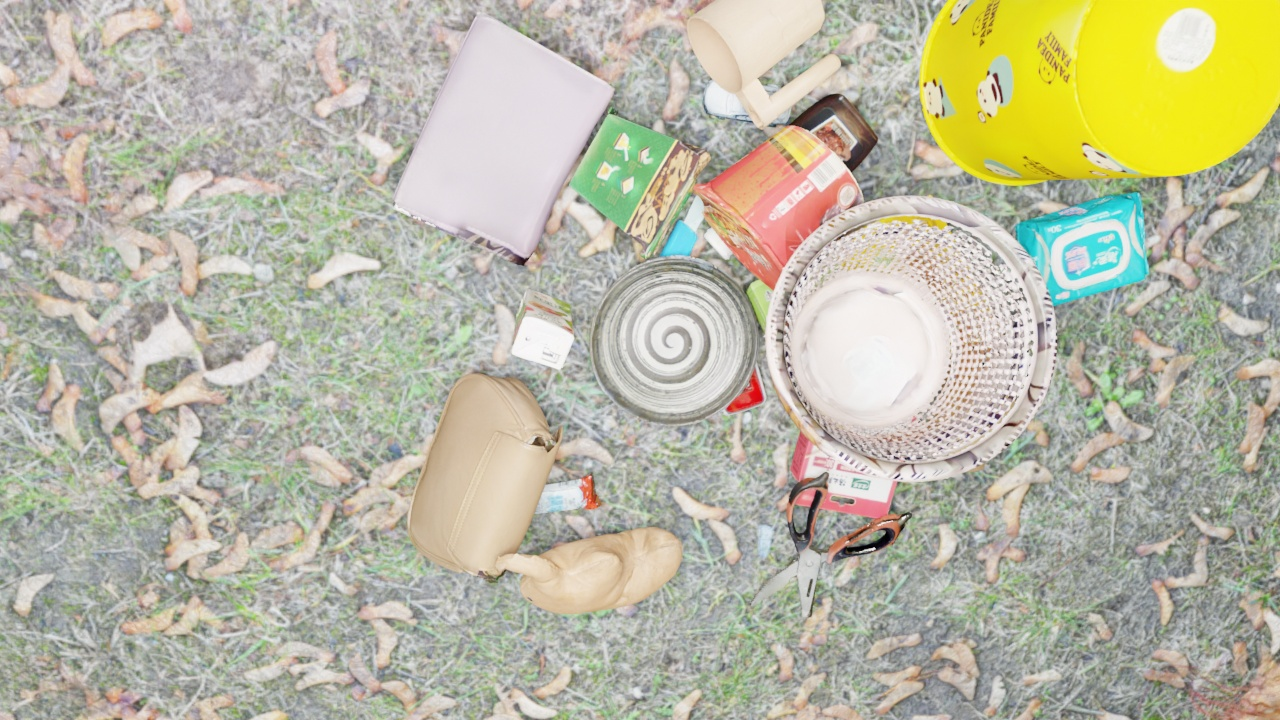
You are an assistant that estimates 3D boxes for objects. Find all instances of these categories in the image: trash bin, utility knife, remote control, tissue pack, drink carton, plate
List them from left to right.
[{"bbox_3d":[-0.098,-0.032,0.918,0.053,0.122,0.045,20,104,-12],"label":"drink carton"},{"bbox_3d":[0.029,-0.097,0.966,0.034,0.018,0.187,24,100,-10],"label":"utility knife"},{"bbox_3d":[0.035,-0.021,0.959,0.179,0.024,0.179,-1,102,-6],"label":"plate"},{"bbox_3d":[0.095,-0.008,0.993,0.056,0.020,0.136,-17,106,1],"label":"remote control"},{"bbox_3d":[0.218,-0.013,0.812,0.227,0.192,0.227,0,87,3],"label":"trash bin"},{"bbox_3d":[0.474,-0.118,0.980,0.133,0.050,0.093,-17,105,0],"label":"tissue pack"},{"bbox_3d":[0.410,-0.266,0.830,0.229,0.255,0.230,-1,105,-4],"label":"trash bin"}]

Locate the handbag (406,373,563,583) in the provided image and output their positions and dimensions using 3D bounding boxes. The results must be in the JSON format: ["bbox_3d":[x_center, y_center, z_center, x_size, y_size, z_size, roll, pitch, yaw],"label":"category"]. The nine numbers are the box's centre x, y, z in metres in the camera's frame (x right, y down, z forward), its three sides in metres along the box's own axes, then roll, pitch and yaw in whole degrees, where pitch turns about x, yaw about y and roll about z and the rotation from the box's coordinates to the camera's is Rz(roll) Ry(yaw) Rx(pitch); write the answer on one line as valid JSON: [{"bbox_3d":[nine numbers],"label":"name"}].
[{"bbox_3d":[-0.156,0.120,0.949,0.099,0.148,0.205,9,109,-46],"label":"handbag"}]

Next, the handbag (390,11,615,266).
[{"bbox_3d":[-0.131,-0.208,0.880,0.145,0.098,0.197,26,100,-9],"label":"handbag"}]

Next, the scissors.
[{"bbox_3d":[0.199,0.211,1.032,0.227,0.015,0.189,-32,119,18],"label":"scissors"}]

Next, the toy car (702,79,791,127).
[{"bbox_3d":[0.108,-0.259,0.921,0.090,0.034,0.043,8,107,-5],"label":"toy car"}]

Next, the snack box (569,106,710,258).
[{"bbox_3d":[-0.005,-0.176,0.901,0.105,0.118,0.117,30,99,1],"label":"snack box"}]

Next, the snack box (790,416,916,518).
[{"bbox_3d":[0.233,0.103,1.022,0.113,0.044,0.127,11,103,-8],"label":"snack box"}]

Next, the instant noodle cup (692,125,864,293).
[{"bbox_3d":[0.135,-0.143,0.862,0.108,0.138,0.138,-42,104,-1],"label":"instant noodle cup"}]

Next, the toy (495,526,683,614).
[{"bbox_3d":[-0.062,0.224,0.961,0.225,0.082,0.144,1,145,-42],"label":"toy"}]

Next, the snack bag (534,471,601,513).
[{"bbox_3d":[-0.097,0.152,1.016,0.105,0.026,0.045,-8,114,-2],"label":"snack bag"}]

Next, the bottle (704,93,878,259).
[{"bbox_3d":[0.147,-0.182,0.940,0.195,0.044,0.080,-43,105,8],"label":"bottle"}]

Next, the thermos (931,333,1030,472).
[{"bbox_3d":[0.365,0.045,1.000,0.093,0.093,0.143,6,112,-7],"label":"thermos"}]

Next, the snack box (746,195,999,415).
[{"bbox_3d":[0.235,-0.051,0.946,0.210,0.070,0.157,-26,87,2],"label":"snack box"}]

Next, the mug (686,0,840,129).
[{"bbox_3d":[0.121,-0.302,0.875,0.103,0.084,0.124,-38,101,-7],"label":"mug"}]
